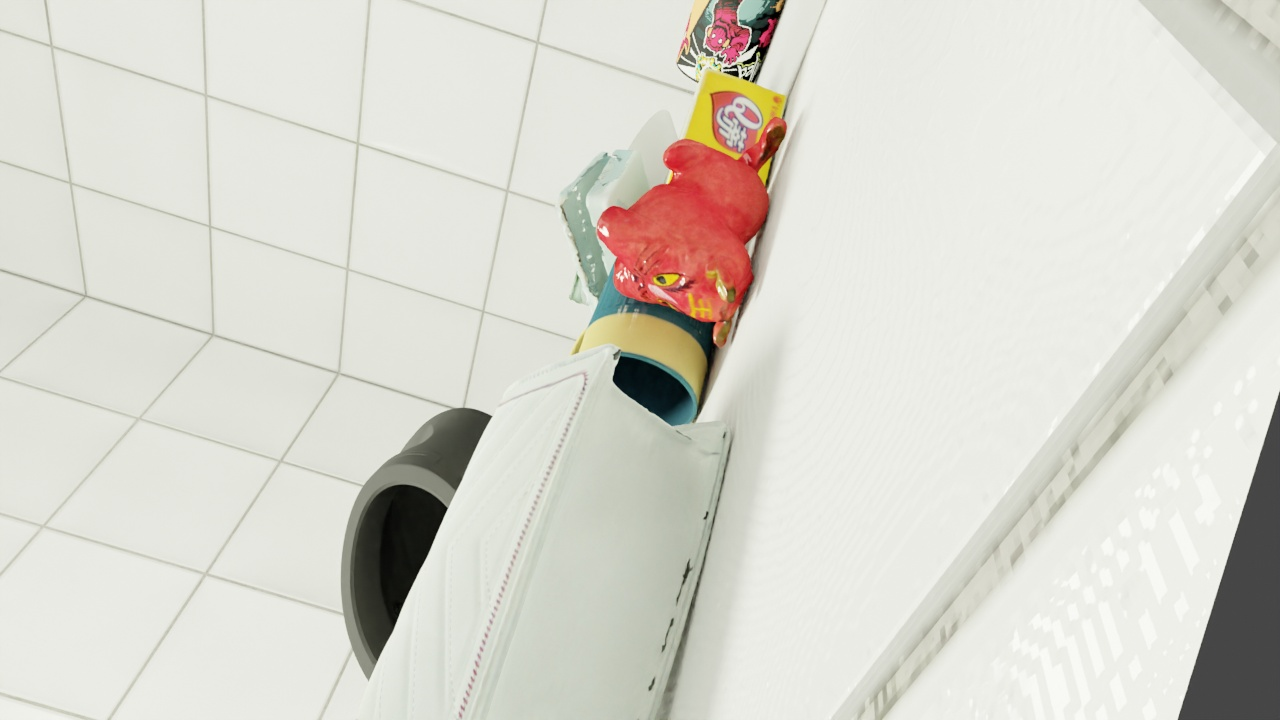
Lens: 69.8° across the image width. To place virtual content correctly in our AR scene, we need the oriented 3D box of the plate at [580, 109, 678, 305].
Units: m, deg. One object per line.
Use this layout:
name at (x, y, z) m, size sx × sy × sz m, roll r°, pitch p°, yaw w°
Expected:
plate at (0.006, -0.120, 0.770) m, size 0.173 × 0.036 × 0.174 m, roll -62°, pitch -10°, yaw -19°

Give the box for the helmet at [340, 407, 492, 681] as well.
helmet at (-0.119, 0.149, 0.692) m, size 0.164 × 0.264 × 0.169 m, roll -44°, pitch -33°, yaw 17°

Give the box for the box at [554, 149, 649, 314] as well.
box at (-0.006, -0.062, 0.693) m, size 0.082 × 0.066 × 0.199 m, roll -42°, pitch -41°, yaw -23°

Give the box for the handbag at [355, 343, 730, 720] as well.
handbag at (-0.047, 0.105, 0.423) m, size 0.142 × 0.096 × 0.198 m, roll -20°, pitch 44°, yaw 53°

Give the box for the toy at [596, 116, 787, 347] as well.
toy at (0.051, -0.077, 0.533) m, size 0.133 × 0.094 × 0.088 m, roll -48°, pitch -30°, yaw -7°

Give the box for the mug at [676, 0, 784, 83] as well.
mug at (0.098, -0.333, 0.907) m, size 0.117 × 0.082 × 0.098 m, roll -36°, pitch -26°, yaw -45°

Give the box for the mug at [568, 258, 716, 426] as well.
mug at (-0.004, -0.015, 0.606) m, size 0.114 × 0.083 × 0.107 m, roll -19°, pitch 43°, yaw 40°

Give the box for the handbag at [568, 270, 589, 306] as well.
handbag at (-0.012, -0.099, 1.055) m, size 0.067 × 0.122 × 0.106 m, roll -76°, pitch 5°, yaw -57°

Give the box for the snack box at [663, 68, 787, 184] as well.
snack box at (0.051, -0.130, 0.632) m, size 0.106 × 0.061 × 0.083 m, roll 113°, pitch 174°, yaw -64°
